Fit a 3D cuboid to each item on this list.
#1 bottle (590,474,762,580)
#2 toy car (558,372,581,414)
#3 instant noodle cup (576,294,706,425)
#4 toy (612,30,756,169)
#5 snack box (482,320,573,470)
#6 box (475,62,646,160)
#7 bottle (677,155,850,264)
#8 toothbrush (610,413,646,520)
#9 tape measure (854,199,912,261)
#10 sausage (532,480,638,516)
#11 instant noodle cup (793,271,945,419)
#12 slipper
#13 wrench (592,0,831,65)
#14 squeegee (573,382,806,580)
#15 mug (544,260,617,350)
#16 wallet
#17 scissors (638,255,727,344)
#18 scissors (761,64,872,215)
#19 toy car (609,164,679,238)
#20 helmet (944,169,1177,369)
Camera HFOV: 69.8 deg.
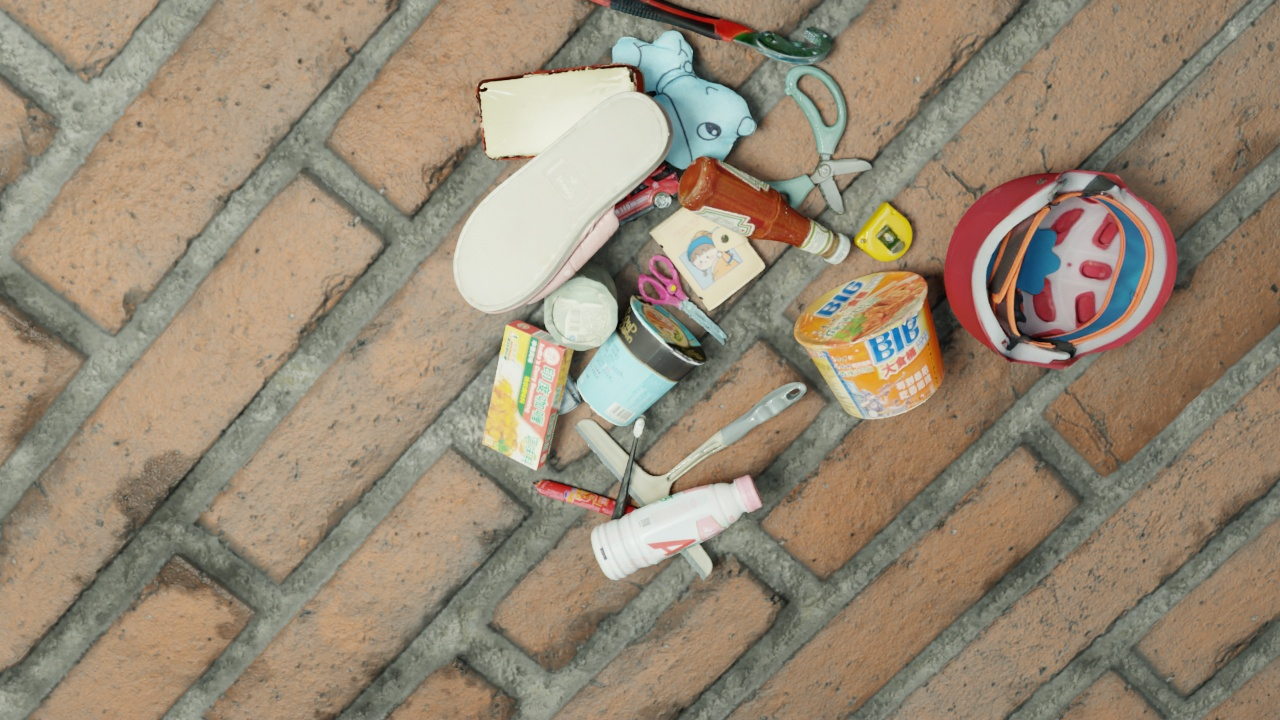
[{"bbox_3d":[0.043,0.187,1.054,0.197,0.068,0.068,-24,105,8],"label":"bottle"},{"bbox_3d":[-0.102,0.021,1.056,0.043,0.034,0.090,-27,103,7],"label":"toy car"},{"bbox_3d":[-0.006,0.006,1.028,0.111,0.111,0.121,38,108,-12],"label":"instant noodle cup"},{"bbox_3d":[0.040,-0.270,0.979,0.161,0.049,0.156,-5,107,8],"label":"toy"},{"bbox_3d":[-0.128,0.040,1.036,0.077,0.027,0.156,23,114,19],"label":"snack box"},{"bbox_3d":[-0.080,-0.252,0.943,0.168,0.079,0.091,-3,105,12],"label":"box"},{"bbox_3d":[0.139,-0.156,0.992,0.206,0.060,0.060,20,103,-24],"label":"bottle"},{"bbox_3d":[-0.018,0.147,1.081,0.015,0.018,0.181,12,109,-3],"label":"toothbrush"},{"bbox_3d":[0.278,-0.141,1.036,0.057,0.029,0.060,36,100,-12],"label":"tape measure"},{"bbox_3d":[-0.056,0.171,1.106,0.156,0.020,0.020,19,103,-8],"label":"sausage"},{"bbox_3d":[0.260,-0.014,1.014,0.151,0.151,0.111,-27,113,4],"label":"instant noodle cup"},{"bbox_3d":[-0.078,-0.154,0.911,0.275,0.054,0.114,-44,83,13],"label":"slipper"},{"bbox_3d":[0.068,-0.356,0.961,0.273,0.056,0.016,13,146,-4],"label":"wrench"},{"bbox_3d":[0.093,0.096,1.078,0.247,0.039,0.246,-38,97,17],"label":"squeegee"},{"bbox_3d":[-0.084,-0.066,0.998,0.124,0.103,0.084,17,103,-8],"label":"mug"},{"bbox_3d":[0.079,-0.126,1.033,0.087,0.024,0.115,-36,103,11],"label":"wallet"},{"bbox_3d":[0.051,-0.059,1.044,0.135,0.017,0.063,44,60,-19],"label":"scissors"},{"bbox_3d":[0.163,-0.230,1.012,0.170,0.019,0.174,-19,106,1],"label":"scissors"},{"bbox_3d":[-0.011,-0.172,1.001,0.120,0.053,0.045,-30,103,2],"label":"toy car"},{"bbox_3d":[0.437,-0.105,1.000,0.239,0.144,0.207,3,105,-19],"label":"helmet"}]
